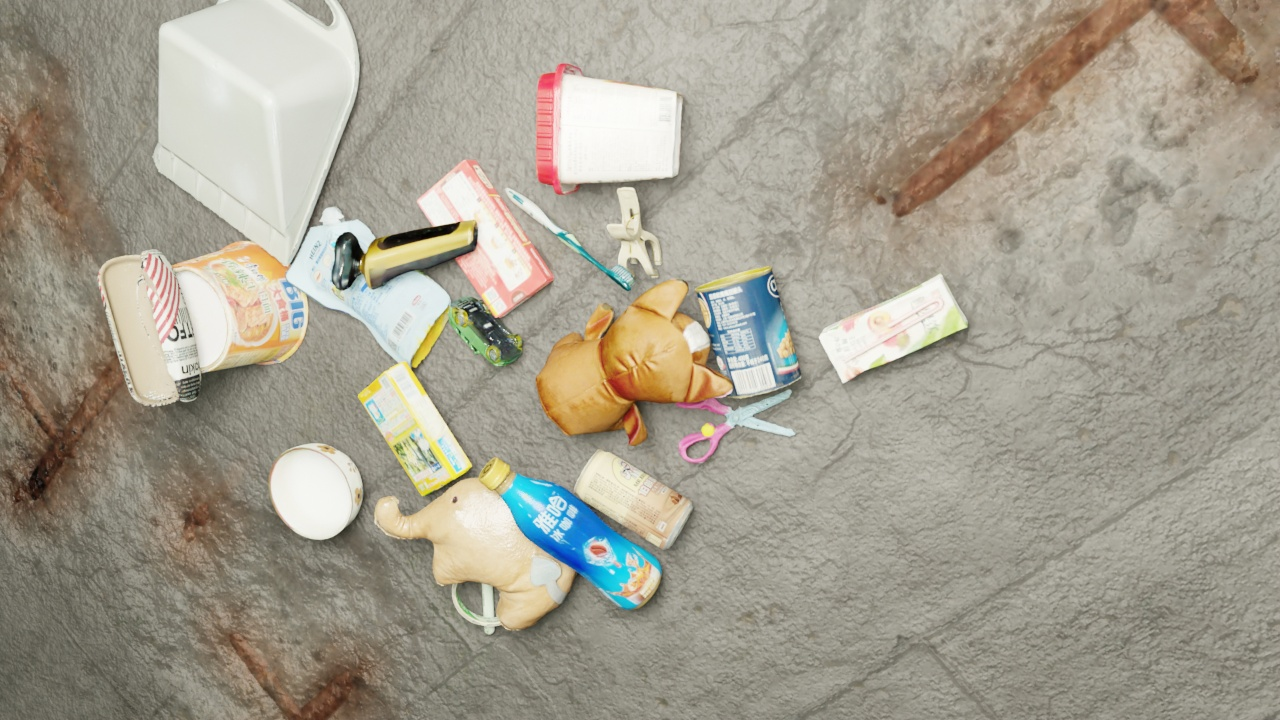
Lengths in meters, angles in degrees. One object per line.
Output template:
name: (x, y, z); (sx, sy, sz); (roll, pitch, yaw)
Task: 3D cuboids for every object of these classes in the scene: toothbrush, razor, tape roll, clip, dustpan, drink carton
toothbrush: (-0.181, 0.232, 1.061); (0.029, 0.020, 0.190); (7, 107, 27)
razor: (-0.244, -0.115, 0.950); (0.168, 0.062, 0.068); (-12, 127, 14)
toothbrush: (-0.072, -0.125, 0.912); (0.018, 0.016, 0.191); (-44, 63, -12)
tape roll: (-0.173, 0.265, 1.054); (0.086, 0.014, 0.086); (-1, 107, -3)
clip: (-0.007, -0.115, 0.880); (0.035, 0.071, 0.100); (5, 149, 17)
dustpan: (-0.412, -0.284, 1.010); (0.223, 0.142, 0.258); (35, 137, 12)
drink carton: (0.230, -0.029, 0.840); (0.123, 0.045, 0.053); (-27, 92, 22)

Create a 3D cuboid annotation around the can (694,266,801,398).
can: (0.103, -0.026, 0.870); (0.075, 0.075, 0.111); (-14, 99, 21)

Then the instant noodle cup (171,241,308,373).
instant noodle cup: (-0.476, -0.056, 1.044); (0.151, 0.111, 0.151); (4, 104, 18)

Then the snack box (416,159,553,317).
snack box: (-0.163, -0.127, 0.964); (0.075, 0.025, 0.153); (-34, 91, 22)

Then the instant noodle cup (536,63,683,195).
instant noodle cup: (-0.026, -0.212, 0.855); (0.124, 0.116, 0.117); (5, 104, 7)

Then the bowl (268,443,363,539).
bowl: (-0.373, 0.147, 1.085); (0.113, 0.062, 0.113); (5, 106, 18)

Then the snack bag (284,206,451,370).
snack bag: (-0.302, -0.082, 1.018); (0.191, 0.038, 0.110); (38, 117, 9)

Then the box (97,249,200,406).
box: (-0.518, -0.031, 0.964); (0.088, 0.076, 0.163); (-13, 101, -1)

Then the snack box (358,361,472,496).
snack box: (-0.253, 0.078, 1.025); (0.087, 0.033, 0.140); (-31, 90, 48)

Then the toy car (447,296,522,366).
toy car: (-0.167, -0.029, 0.979); (0.091, 0.043, 0.036); (44, 128, 14)

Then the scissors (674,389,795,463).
scissors: (0.089, 0.050, 0.927); (0.134, 0.017, 0.113); (-27, 88, 19)

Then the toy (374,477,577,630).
toy: (-0.172, 0.191, 0.997); (0.226, 0.082, 0.143); (33, 85, -3)

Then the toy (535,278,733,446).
toy: (-0.005, 0.005, 0.896); (0.200, 0.130, 0.140); (-29, 94, 44)

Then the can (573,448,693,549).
can: (-0.007, 0.145, 0.958); (0.116, 0.058, 0.059); (30, 111, 10)

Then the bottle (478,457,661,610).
bottle: (-0.074, 0.175, 0.949); (0.218, 0.065, 0.065); (41, 114, -17)
